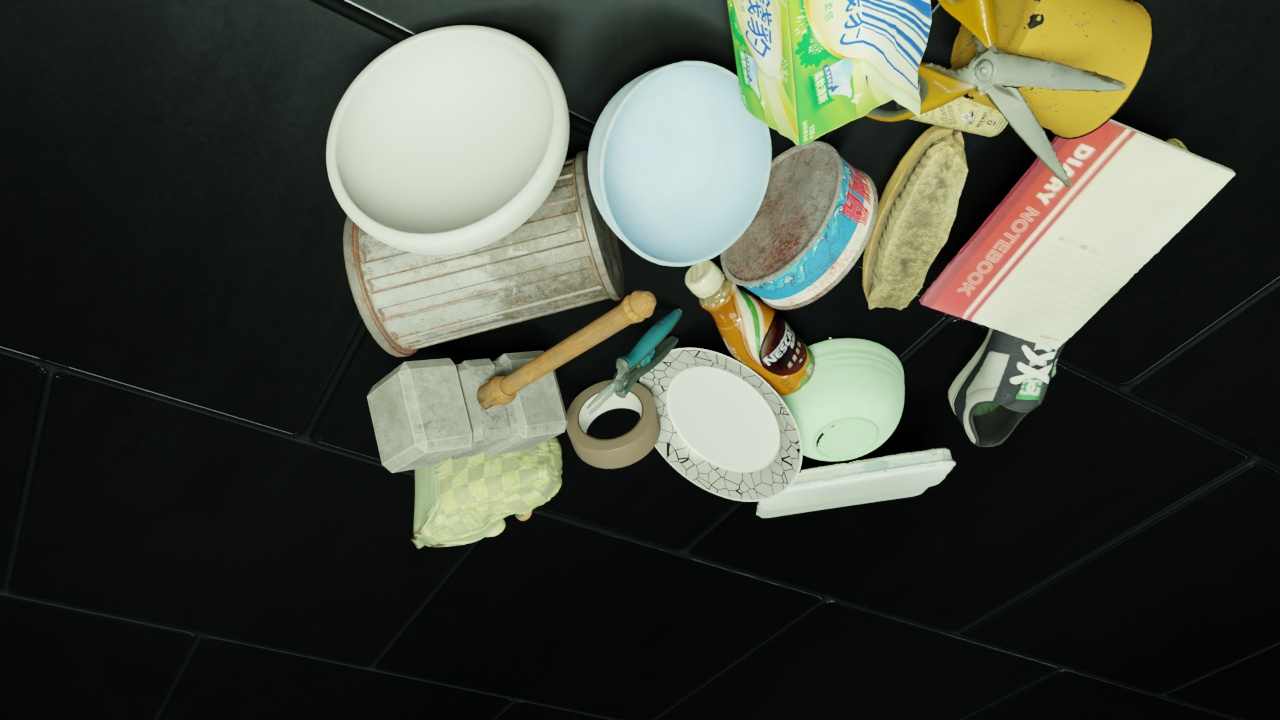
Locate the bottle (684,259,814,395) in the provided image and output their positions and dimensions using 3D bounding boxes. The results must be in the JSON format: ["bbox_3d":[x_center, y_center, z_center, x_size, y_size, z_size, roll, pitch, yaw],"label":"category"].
[{"bbox_3d":[0.101,-0.033,0.868,0.059,0.059,0.167,-29,128,25],"label":"bottle"}]

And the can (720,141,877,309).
[{"bbox_3d":[0.125,-0.108,0.738,0.044,0.129,0.130,29,128,-29],"label":"can"}]

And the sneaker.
[{"bbox_3d":[0.380,-0.004,0.899,0.084,0.079,0.236,6,135,-8],"label":"sneaker"}]

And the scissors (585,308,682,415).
[{"bbox_3d":[-0.002,-0.002,0.858,0.019,0.144,0.126,28,-179,22],"label":"scissors"}]

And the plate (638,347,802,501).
[{"bbox_3d":[0.081,0.064,0.940,0.189,0.016,0.189,21,133,25],"label":"plate"}]

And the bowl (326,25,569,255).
[{"bbox_3d":[-0.133,-0.151,0.667,0.177,0.176,0.066,-10,161,7],"label":"bowl"}]

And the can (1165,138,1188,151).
[{"bbox_3d":[0.389,-0.135,0.778,0.092,0.056,0.116,5,136,-7],"label":"can"}]

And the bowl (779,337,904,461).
[{"bbox_3d":[0.206,0.054,0.952,0.151,0.076,0.151,-2,136,-2],"label":"bowl"}]

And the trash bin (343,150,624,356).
[{"bbox_3d":[-0.131,-0.085,0.750,0.211,0.130,0.131,-13,136,8],"label":"trash bin"}]

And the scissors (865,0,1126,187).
[{"bbox_3d":[0.218,-0.203,0.632,0.016,0.225,0.217,-22,170,-29],"label":"scissors"}]

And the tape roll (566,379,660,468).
[{"bbox_3d":[-0.028,0.064,0.936,0.094,0.093,0.030,-9,136,7],"label":"tape roll"}]

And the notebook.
[{"bbox_3d":[0.355,-0.099,0.766,0.153,0.012,0.209,16,134,-15],"label":"notebook"}]

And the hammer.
[{"bbox_3d":[-0.089,0.008,0.777,0.162,0.083,0.319,-6,165,-41],"label":"hammer"}]

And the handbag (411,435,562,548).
[{"bbox_3d":[-0.162,0.141,1.000,0.187,0.113,0.117,-19,142,15],"label":"handbag"}]

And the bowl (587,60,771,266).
[{"bbox_3d":[0.019,-0.154,0.707,0.150,0.075,0.151,-12,115,-27],"label":"bowl"}]

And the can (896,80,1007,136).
[{"bbox_3d":[0.244,-0.201,0.714,0.079,0.038,0.038,9,135,-12],"label":"can"}]

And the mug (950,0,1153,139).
[{"bbox_3d":[0.289,-0.232,0.651,0.094,0.100,0.124,14,93,-15],"label":"mug"}]

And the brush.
[{"bbox_3d":[0.236,-0.115,0.799,0.059,0.043,0.196,3,137,-6],"label":"brush"}]

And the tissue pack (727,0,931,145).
[{"bbox_3d":[0.132,-0.235,0.578,0.120,0.141,0.198,-33,138,-7],"label":"tissue pack"}]

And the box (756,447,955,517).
[{"bbox_3d":[0.233,0.145,1.033,0.209,0.037,0.189,-8,157,1],"label":"box"}]
